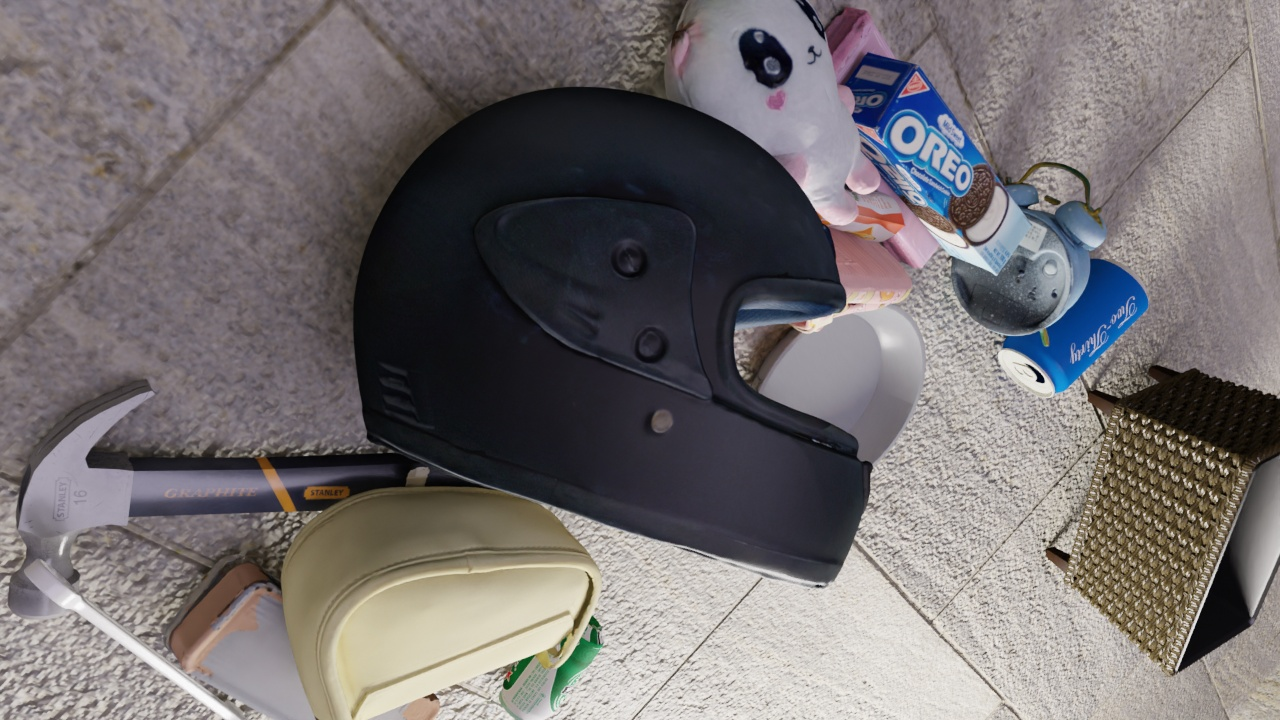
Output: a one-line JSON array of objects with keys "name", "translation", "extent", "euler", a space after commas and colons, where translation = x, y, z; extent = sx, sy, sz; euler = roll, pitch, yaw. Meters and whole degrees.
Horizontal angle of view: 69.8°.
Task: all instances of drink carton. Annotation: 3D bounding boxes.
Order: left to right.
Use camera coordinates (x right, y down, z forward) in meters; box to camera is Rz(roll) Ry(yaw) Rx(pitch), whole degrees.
[{"name": "drink carton", "translation": [0.134, -0.117, 0.689], "extent": [0.122, 0.069, 0.039], "euler": [5, 106, -32]}]

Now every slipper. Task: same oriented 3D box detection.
[{"name": "slipper", "translation": [0.136, -0.058, 0.724], "extent": [0.196, 0.093, 0.082], "euler": [-7, 137, -46]}]

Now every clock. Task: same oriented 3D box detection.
[{"name": "clock", "translation": [0.354, -0.099, 0.836], "extent": [0.059, 0.118, 0.162], "euler": [-16, 130, -39]}]

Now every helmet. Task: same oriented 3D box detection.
[{"name": "helmet", "translation": [0.001, -0.027, 0.535], "extent": [0.316, 0.249, 0.236], "euler": [19, 86, 0]}]

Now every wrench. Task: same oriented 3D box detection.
[{"name": "wrench", "translation": [-0.299, 0.195, 0.580], "extent": [0.009, 0.047, 0.274], "euler": [-46, 149, -26]}]

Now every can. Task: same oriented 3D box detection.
[{"name": "can", "translation": [-0.077, 0.264, 0.798], "extent": [0.053, 0.053, 0.101], "euler": [34, 94, -41]}, {"name": "can", "translation": [0.452, -0.035, 0.958], "extent": [0.146, 0.079, 0.079], "euler": [-43, 130, -6]}]

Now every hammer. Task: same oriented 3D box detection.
[{"name": "hammer", "translation": [-0.226, 0.088, 0.610], "extent": [0.311, 0.035, 0.139], "euler": [5, 103, -37]}]

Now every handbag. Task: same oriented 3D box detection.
[{"name": "handbag", "translation": [-0.133, 0.171, 0.648], "extent": [0.232, 0.088, 0.191], "euler": [-8, 125, -41]}]

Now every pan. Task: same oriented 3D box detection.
[{"name": "pan", "translation": [0.110, 0.034, 0.792], "extent": [0.355, 0.051, 0.201], "euler": [2, 114, -32]}]

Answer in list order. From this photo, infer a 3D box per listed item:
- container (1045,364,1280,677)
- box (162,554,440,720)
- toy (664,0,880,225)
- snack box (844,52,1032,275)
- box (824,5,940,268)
[{"name": "container", "translation": [0.649, 0.176, 1.121], "extent": [0.176, 0.205, 0.322], "euler": [-17, 123, -25]}, {"name": "box", "translation": [-0.234, 0.225, 0.659], "extent": [0.081, 0.063, 0.216], "euler": [-51, 132, -20]}, {"name": "toy", "translation": [0.090, -0.167, 0.606], "extent": [0.179, 0.102, 0.138], "euler": [45, 55, -9]}, {"name": "snack box", "translation": [0.233, -0.148, 0.722], "extent": [0.226, 0.059, 0.059], "euler": [33, 95, -42]}, {"name": "box", "translation": [0.200, -0.172, 0.749], "extent": [0.232, 0.037, 0.098], "euler": [37, 88, -41]}]
